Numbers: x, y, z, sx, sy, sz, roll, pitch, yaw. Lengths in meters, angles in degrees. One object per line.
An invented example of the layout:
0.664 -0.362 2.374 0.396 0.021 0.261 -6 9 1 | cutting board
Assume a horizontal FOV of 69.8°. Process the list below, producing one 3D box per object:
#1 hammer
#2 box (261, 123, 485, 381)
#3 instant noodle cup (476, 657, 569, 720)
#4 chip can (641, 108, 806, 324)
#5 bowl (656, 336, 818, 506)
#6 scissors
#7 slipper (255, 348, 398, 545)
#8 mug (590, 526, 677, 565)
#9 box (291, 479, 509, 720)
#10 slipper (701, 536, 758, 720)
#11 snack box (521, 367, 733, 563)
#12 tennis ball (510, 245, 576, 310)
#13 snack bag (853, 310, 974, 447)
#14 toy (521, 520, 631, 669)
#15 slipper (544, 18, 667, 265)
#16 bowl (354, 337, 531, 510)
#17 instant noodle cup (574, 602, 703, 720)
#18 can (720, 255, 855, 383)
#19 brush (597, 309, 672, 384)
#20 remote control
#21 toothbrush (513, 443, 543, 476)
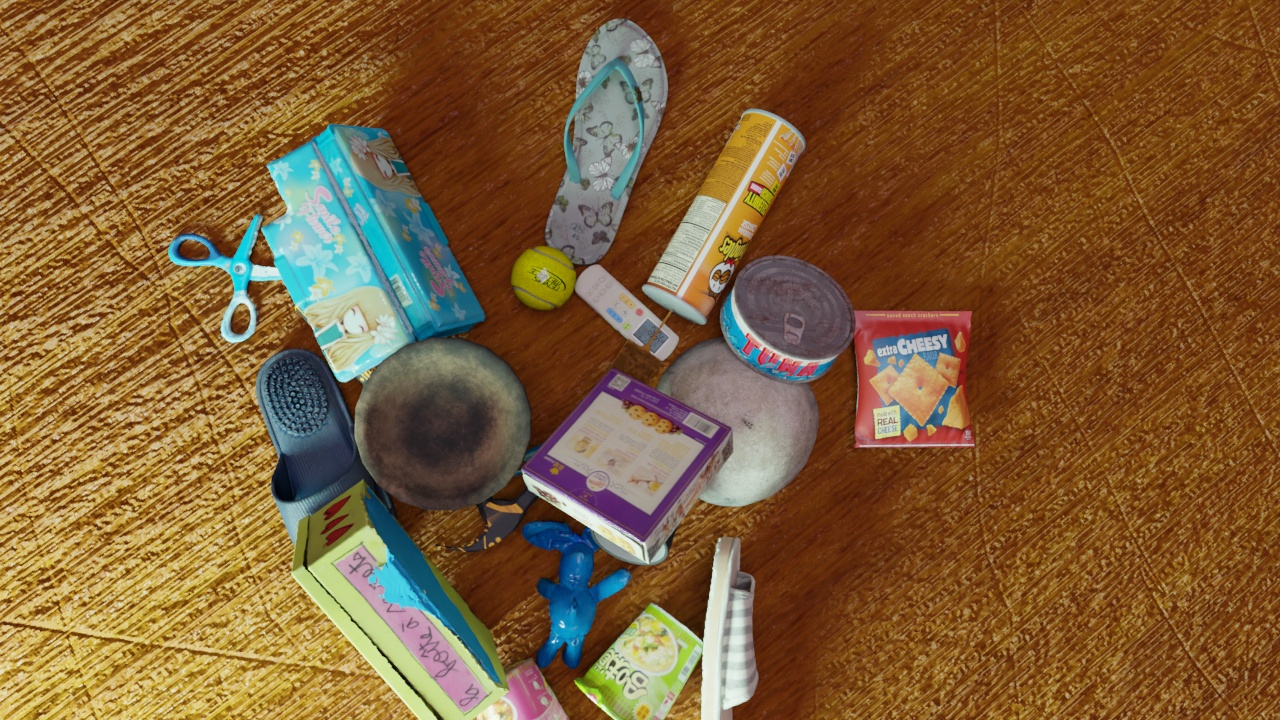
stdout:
-0.237 0.055 0.924 0.123 0.036 0.320 -41 88 -9 | hammer
-0.265 -0.114 0.897 0.169 0.086 0.227 -27 88 -31 | box
-0.114 0.356 0.895 0.097 0.098 0.108 -27 81 -6 | instant noodle cup
0.087 -0.148 0.948 0.075 0.075 0.215 30 84 -2 | chip can
0.100 0.061 0.934 0.178 0.081 0.178 0 85 -3 | bowl
-0.421 -0.090 0.940 0.139 0.011 0.134 17 88 -2 | scissors
-0.312 0.112 0.899 0.101 0.082 0.263 -19 87 -8 | slipper
-0.015 0.139 0.908 0.114 0.078 0.087 11 48 14 | mug
-0.221 0.227 0.845 0.082 0.124 0.221 -37 113 -7 | box
0.089 0.310 0.901 0.054 0.114 0.272 4 94 8 | slipper
-0.011 0.093 0.862 0.143 0.041 0.147 27 59 26 | snack box
-0.099 -0.084 0.935 0.065 0.065 0.065 0 86 -4 | tennis ball
0.287 0.020 0.970 0.131 0.039 0.144 0 86 -4 | snack bag
-0.073 0.224 0.917 0.112 0.071 0.176 12 85 -15 | toy
-0.031 -0.231 0.958 0.098 0.055 0.268 13 87 -6 | slipper
-0.185 0.060 0.876 0.162 0.070 0.162 0 86 -7 | bowl
0.006 0.305 0.907 0.099 0.099 0.107 40 76 -1 | instant noodle cup
0.149 -0.043 0.930 0.130 0.044 0.129 9 54 -13 | can
-0.006 0.005 0.948 0.048 0.017 0.126 34 96 -1 | brush
-0.015 -0.049 0.963 0.125 0.018 0.038 42 85 -1 | remote control
-0.131 0.112 0.946 0.135 0.017 0.022 -25 87 -8 | toothbrush
